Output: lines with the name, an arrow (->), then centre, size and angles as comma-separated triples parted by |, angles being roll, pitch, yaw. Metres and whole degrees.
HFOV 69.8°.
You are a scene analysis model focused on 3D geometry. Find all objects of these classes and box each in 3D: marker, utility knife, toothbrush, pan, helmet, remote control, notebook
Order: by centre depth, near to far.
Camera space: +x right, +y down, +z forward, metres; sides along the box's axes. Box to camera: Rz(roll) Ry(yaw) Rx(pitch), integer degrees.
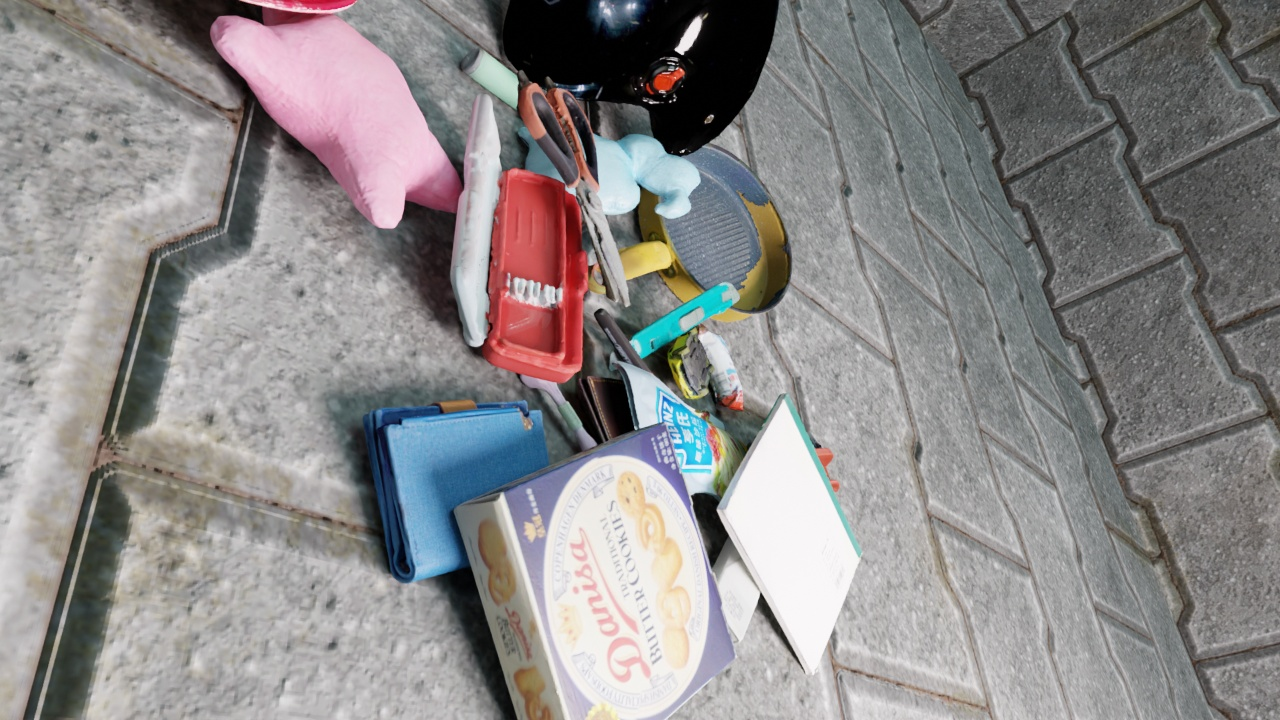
toothbrush -> -0.032, 0.081, 0.709 | 0.029, 0.021, 0.189 | -35, 99, -20
marker -> -0.005, 0.005, 0.791 | 0.124, 0.018, 0.015 | 56, 50, -26
remote control -> 0.087, 0.185, 0.791 | 0.049, 0.024, 0.124 | 55, 33, -9
notebook -> 0.142, 0.155, 0.825 | 0.150, 0.012, 0.209 | -53, 125, -41
utility knife -> 0.034, -0.033, 0.840 | 0.179, 0.013, 0.029 | -32, 116, -36
toothbrush -> -0.077, -0.224, 0.874 | 0.224, 0.027, 0.026 | 29, 58, -41
helmet -> 0.006, -0.350, 0.887 | 0.274, 0.231, 0.233 | -15, 57, -28
pan -> 0.045, -0.115, 0.910 | 0.356, 0.078, 0.197 | -29, 91, -45

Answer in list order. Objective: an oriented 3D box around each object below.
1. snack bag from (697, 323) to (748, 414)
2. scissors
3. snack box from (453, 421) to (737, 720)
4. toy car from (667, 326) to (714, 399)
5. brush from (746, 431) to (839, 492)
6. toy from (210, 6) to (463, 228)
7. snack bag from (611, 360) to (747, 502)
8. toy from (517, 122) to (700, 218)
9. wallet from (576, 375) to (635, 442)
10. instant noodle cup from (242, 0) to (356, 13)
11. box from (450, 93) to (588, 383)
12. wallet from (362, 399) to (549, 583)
snack bag -> 0.080, 0.008, 0.918 | 0.048, 0.026, 0.104 | 17, 52, -66
scissors -> -0.055, -0.144, 0.743 | 0.192, 0.015, 0.206 | 46, 31, -26
snack box -> -0.020, 0.150, 0.603 | 0.182, 0.046, 0.178 | -19, 92, -54
toy car -> 0.043, 0.003, 0.852 | 0.048, 0.032, 0.105 | 65, 16, -14
brush -> 0.150, 0.110, 0.901 | 0.145, 0.063, 0.069 | 4, 48, -55
toy -> -0.192, -0.172, 0.629 | 0.194, 0.075, 0.178 | 50, 22, -27
snack bag -> 0.043, 0.073, 0.772 | 0.191, 0.039, 0.110 | 35, 40, -51
toy -> -0.033, -0.173, 0.835 | 0.161, 0.050, 0.155 | 41, 49, 14
wallet -> -0.004, 0.072, 0.737 | 0.096, 0.020, 0.122 | 14, 51, -60
instant noodle cup -> -0.259, -0.299, 0.574 | 0.193, 0.066, 0.193 | 24, 35, -18
box -> -0.099, -0.089, 0.694 | 0.154, 0.074, 0.200 | 43, 33, -43
wallet -> -0.110, 0.077, 0.582 | 0.132, 0.040, 0.106 | -1, 75, -55
